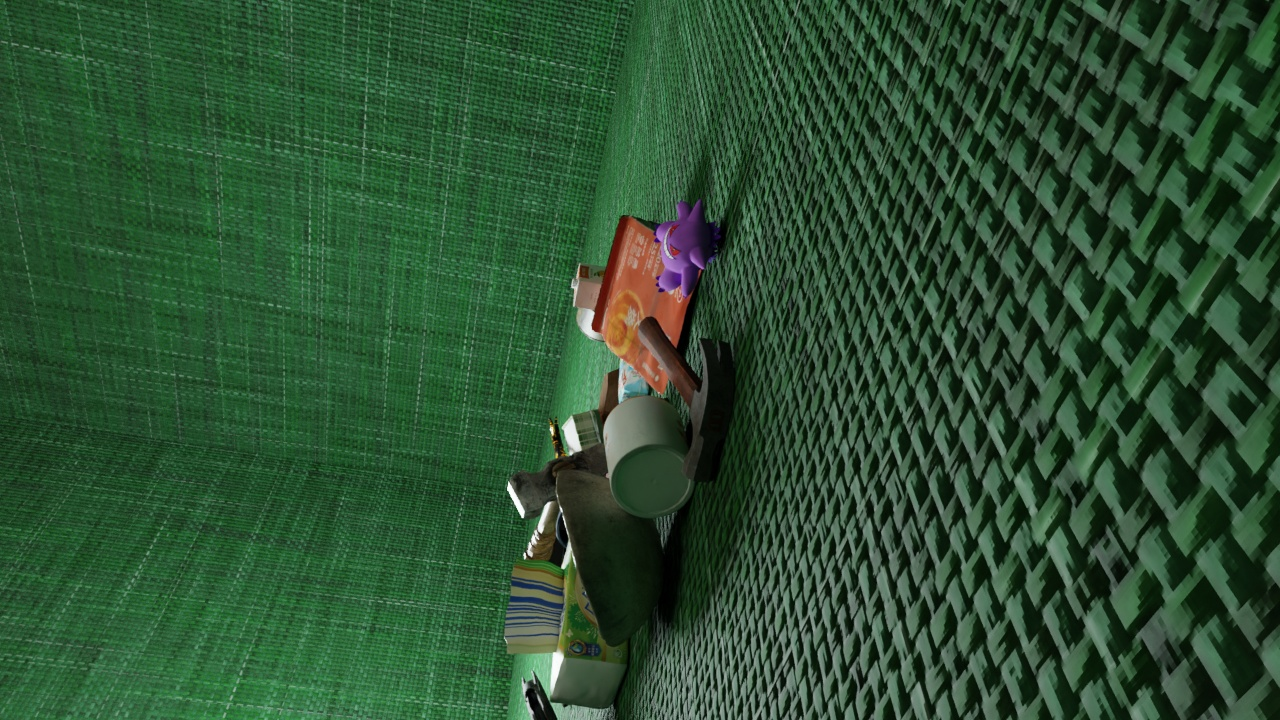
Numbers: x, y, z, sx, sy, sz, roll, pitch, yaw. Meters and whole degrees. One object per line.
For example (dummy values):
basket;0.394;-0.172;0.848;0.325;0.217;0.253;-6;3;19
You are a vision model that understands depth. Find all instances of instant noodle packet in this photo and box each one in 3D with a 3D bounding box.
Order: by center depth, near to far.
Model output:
instant noodle packet;0.016;-0.071;1.105;0.221;0.084;0.164;-125;49;-66

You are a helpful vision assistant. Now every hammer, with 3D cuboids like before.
hammer;0.036;0.007;0.901;0.300;0.028;0.111;-122;43;-70
hammer;-0.114;0.200;1.159;0.049;0.121;0.320;58;155;21
hammer;-0.118;0.163;1.476;0.321;0.036;0.123;-167;65;-80

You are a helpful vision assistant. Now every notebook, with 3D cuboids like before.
notebook;-0.099;0.469;1.110;0.169;0.029;0.209;64;166;2

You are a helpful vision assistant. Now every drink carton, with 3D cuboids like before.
drink carton;-0.007;0.007;1.247;0.044;0.038;0.128;108;168;-48
drink carton;-0.034;-0.094;1.251;0.058;0.122;0.040;-93;15;-59

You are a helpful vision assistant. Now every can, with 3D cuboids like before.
can;-0.057;-0.087;1.524;0.075;0.090;0.089;111;166;-55

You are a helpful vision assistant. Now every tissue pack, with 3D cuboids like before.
tissue pack;-0.092;0.306;1.117;0.197;0.141;0.120;-92;14;-55

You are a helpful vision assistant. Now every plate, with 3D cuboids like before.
plate;-0.051;0.071;1.529;0.131;0.025;0.131;-172;91;-82

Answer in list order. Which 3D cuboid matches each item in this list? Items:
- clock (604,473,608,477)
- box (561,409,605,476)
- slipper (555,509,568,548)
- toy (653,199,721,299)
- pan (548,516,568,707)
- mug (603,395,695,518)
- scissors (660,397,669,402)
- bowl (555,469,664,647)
clock;-0.013;0.125;1.112;0.096;0.048;0.137;-129;49;-80
box;-0.087;0.148;1.505;0.206;0.050;0.117;126;129;-76
slipper;-0.071;0.222;1.277;0.264;0.101;0.082;139;132;-69
toy;0.051;-0.116;0.935;0.088;0.056;0.106;138;131;-72
pan;-0.125;0.382;1.484;0.204;0.044;0.355;-11;-75;-81
mug;0.008;0.092;0.891;0.105;0.082;0.082;-103;24;-67
scissors;0.016;0.108;1.035;0.126;0.019;0.144;-91;12;-51
bowl;-0.020;0.187;0.911;0.178;0.081;0.178;-13;-94;-89
